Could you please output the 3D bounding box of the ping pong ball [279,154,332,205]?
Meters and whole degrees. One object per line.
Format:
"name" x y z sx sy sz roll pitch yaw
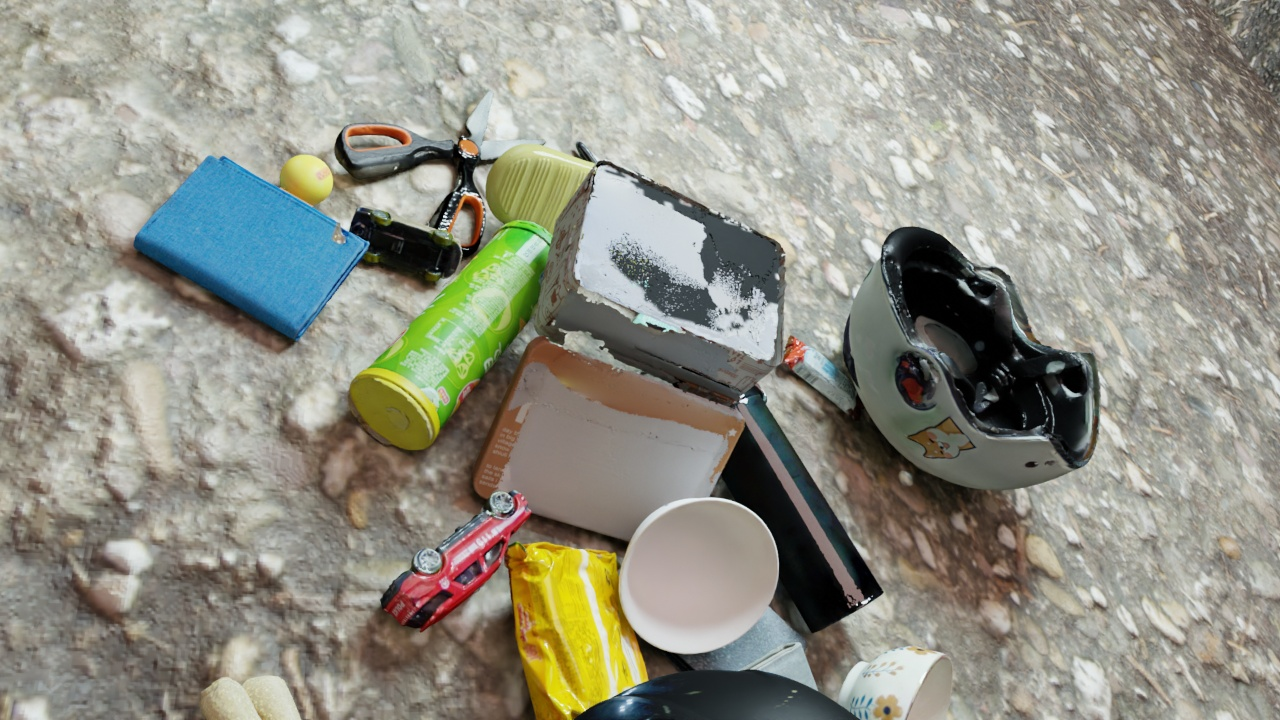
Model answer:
"ping pong ball" -0.268 -0.144 0.736 0.040 0.040 0.040 16 52 -22

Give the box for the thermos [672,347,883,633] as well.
"thermos" 0.118 0.101 0.780 0.089 0.069 0.242 -12 67 -43

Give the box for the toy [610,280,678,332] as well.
"toy" 0.009 -0.044 0.846 0.096 0.030 0.091 17 43 -12

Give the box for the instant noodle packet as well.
"instant noodle packet" -0.042 0.190 0.621 0.110 0.044 0.128 21 46 -51

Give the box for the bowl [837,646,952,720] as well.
"bowl" 0.188 0.267 0.698 0.062 0.114 0.113 16 35 35

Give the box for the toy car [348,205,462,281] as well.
"toy car" -0.190 -0.097 0.749 0.090 0.042 0.035 19 28 -12

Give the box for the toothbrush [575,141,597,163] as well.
"toothbrush" -0.017 -0.148 0.912 0.018 0.016 0.181 -25 74 -32

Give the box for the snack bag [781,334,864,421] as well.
"snack bag" 0.183 0.017 0.910 0.105 0.026 0.045 39 38 -4

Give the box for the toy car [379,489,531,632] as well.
"toy car" -0.120 0.135 0.623 0.045 0.053 0.120 47 50 4

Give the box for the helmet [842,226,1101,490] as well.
"helmet" 0.301 0.017 0.895 0.274 0.157 0.229 43 42 6

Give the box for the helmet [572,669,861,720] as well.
"helmet" 0.044 0.276 0.482 0.233 0.275 0.229 47 16 -25

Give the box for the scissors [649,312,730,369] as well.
"scissors" 0.069 -0.018 0.877 0.162 0.014 0.165 12 55 -22

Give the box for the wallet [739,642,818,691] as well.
"wallet" 0.100 0.281 0.648 0.106 0.037 0.129 -15 83 -39

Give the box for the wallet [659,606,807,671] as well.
"wallet" 0.064 0.211 0.708 0.121 0.019 0.097 44 45 5

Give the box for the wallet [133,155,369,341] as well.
"wallet" -0.286 -0.087 0.687 0.133 0.040 0.106 31 56 -9

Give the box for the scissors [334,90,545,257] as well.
"scissors" -0.170 -0.176 0.837 0.220 0.022 0.224 1 60 -38

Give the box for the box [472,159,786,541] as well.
"box" 0.000 0.001 0.692 0.179 0.130 0.272 21 80 -19

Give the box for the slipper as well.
"slipper" -0.059 -0.145 0.831 0.190 0.092 0.081 17 20 -38

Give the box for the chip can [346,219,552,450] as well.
"chip can" -0.133 -0.028 0.715 0.072 0.073 0.220 37 47 -4

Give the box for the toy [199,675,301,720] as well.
"toy" -0.196 0.244 0.499 0.157 0.066 0.105 59 7 21

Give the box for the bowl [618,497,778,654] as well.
"bowl" 0.035 0.146 0.674 0.118 0.118 0.065 21 7 -18
